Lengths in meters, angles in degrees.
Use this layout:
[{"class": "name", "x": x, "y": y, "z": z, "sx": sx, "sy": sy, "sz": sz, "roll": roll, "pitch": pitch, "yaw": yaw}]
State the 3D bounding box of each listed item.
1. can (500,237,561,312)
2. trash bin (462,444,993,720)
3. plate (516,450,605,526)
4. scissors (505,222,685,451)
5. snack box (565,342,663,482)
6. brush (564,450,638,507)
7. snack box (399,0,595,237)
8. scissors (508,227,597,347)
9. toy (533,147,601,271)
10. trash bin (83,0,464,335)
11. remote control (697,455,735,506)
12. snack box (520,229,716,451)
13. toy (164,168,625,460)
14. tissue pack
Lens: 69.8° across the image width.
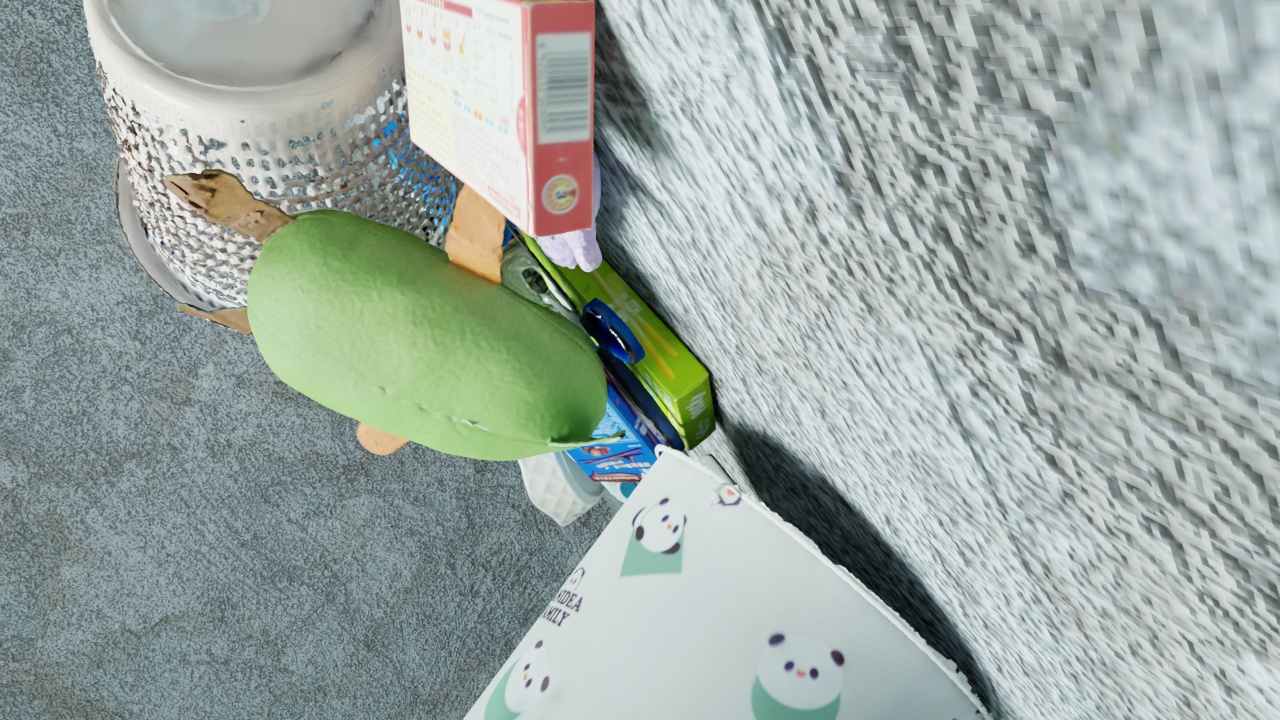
[{"class": "can", "x": -0.091, "y": -0.045, "z": 0.696, "sx": 0.058, "sy": 0.058, "sz": 0.147, "roll": 53, "pitch": 162, "yaw": 0}, {"class": "trash bin", "x": 0.015, "y": 0.212, "z": 0.491, "sx": 0.229, "sy": 0.251, "sz": 0.230, "roll": 41, "pitch": 170, "yaw": 9}, {"class": "plate", "x": -0.082, "y": 0.058, "z": 0.905, "sx": 0.204, "sy": 0.046, "sz": 0.205, "roll": -15, "pitch": -91, "yaw": -79}, {"class": "scissors", "x": -0.025, "y": -0.013, "z": 0.523, "sx": 0.162, "sy": 0.012, "sz": 0.176, "roll": 55, "pitch": 170, "yaw": -12}, {"class": "snack box", "x": -0.040, "y": 0.046, "z": 0.742, "sx": 0.085, "sy": 0.026, "sz": 0.157, "roll": -5, "pitch": 137, "yaw": 33}, {"class": "brush", "x": 0.007, "y": 0.146, "z": 0.905, "sx": 0.314, "sy": 0.060, "sz": 0.109, "roll": 44, "pitch": 169, "yaw": -24}, {"class": "snack box", "x": -0.062, "y": -0.108, "z": 0.360, "sx": 0.156, "sy": 0.027, "sz": 0.077, "roll": 42, "pitch": 137, "yaw": 52}, {"class": "scissors", "x": -0.058, "y": -0.037, "z": 0.768, "sx": 0.189, "sy": 0.015, "sz": 0.226, "roll": 56, "pitch": 169, "yaw": -23}, {"class": "toy", "x": -0.037, "y": -0.075, "z": 0.419, "sx": 0.108, "sy": 0.039, "sz": 0.084, "roll": 162, "pitch": 90, "yaw": -80}, {"class": "trash bin", "x": -0.206, "y": -0.150, "z": 0.525, "sx": 0.227, "sy": 0.227, "sz": 0.192, "roll": 51, "pitch": 159, "yaw": 9}, {"class": "remote control", "x": 0.086, "y": 0.134, "z": 0.673, "sx": 0.150, "sy": 0.021, "sz": 0.058, "roll": 52, "pitch": 171, "yaw": 10}, {"class": "snack box", "x": -0.013, "y": -0.021, "z": 0.559, "sx": 0.156, "sy": 0.026, "sz": 0.086, "roll": 49, "pitch": 170, "yaw": 25}, {"class": "toy", "x": -0.125, "y": -0.013, "z": 0.488, "sx": 0.246, "sy": 0.089, "sz": 0.228, "roll": 25, "pitch": 138, "yaw": -11}, {"class": "tissue pack", "x": -0.152, "y": -0.139, "z": 0.728, "sx": 0.157, "sy": 0.052, "sz": 0.095, "roll": 43, "pitch": 169, "yaw": 46}]
